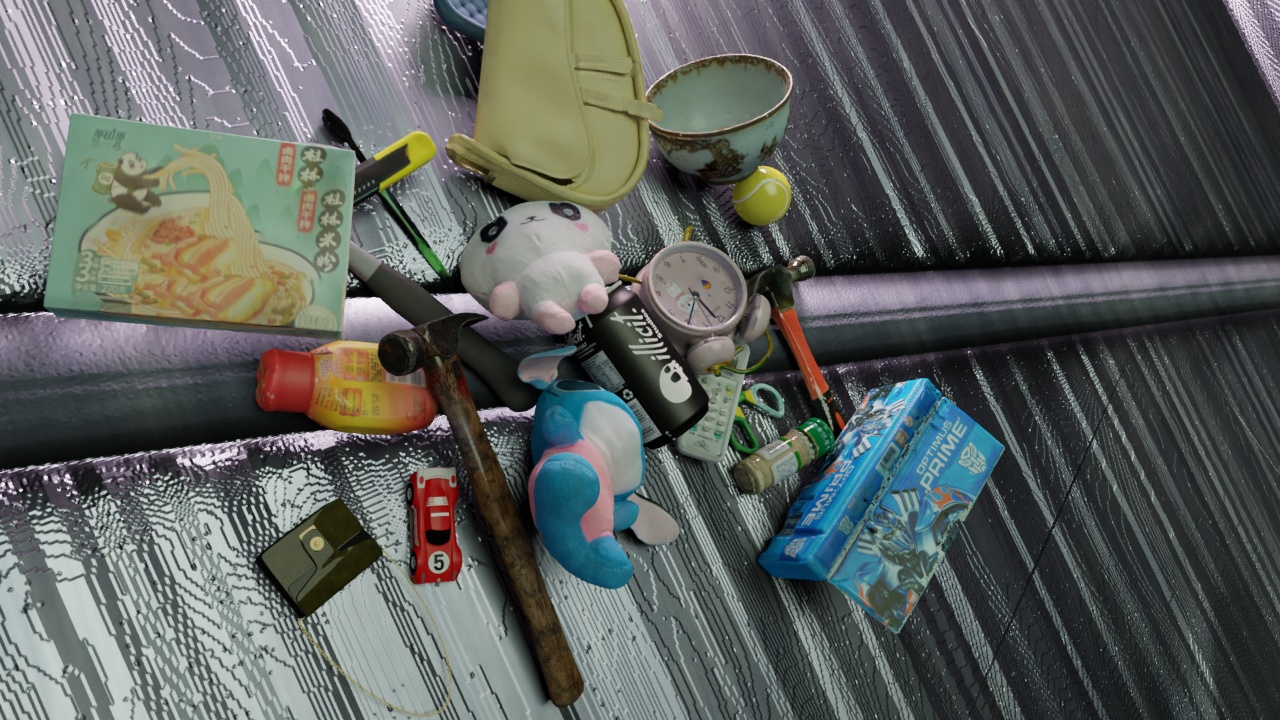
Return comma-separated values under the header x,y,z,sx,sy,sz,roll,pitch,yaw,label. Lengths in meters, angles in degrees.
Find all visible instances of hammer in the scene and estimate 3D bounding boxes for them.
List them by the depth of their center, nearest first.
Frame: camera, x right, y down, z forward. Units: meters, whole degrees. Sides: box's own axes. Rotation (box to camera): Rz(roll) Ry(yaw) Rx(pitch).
x,y,z,sx,sy,sz,roll,pitch,yaw,label
-0.109,0.121,0.743,0.119,0.033,0.330,-33,105,-63,hammer
-0.206,-0.063,0.778,0.311,0.030,0.124,39,57,-17,hammer
0.205,0.051,1.011,0.132,0.033,0.333,-23,88,-39,hammer

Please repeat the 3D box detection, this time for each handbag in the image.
x,y,z,sx,sy,sz,roll,pitch,yaw,label
-0.203,0.194,0.689,0.083,0.028,0.178,-40,99,-37,handbag
-0.079,-0.258,0.856,0.190,0.089,0.233,5,92,-23,handbag

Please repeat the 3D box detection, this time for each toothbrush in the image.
x,y,z,sx,sy,sz,roll,pitch,yaw,label
-0.221,-0.140,0.807,0.014,0.017,0.188,-41,101,-33,toothbrush

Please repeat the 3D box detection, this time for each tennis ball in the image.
x,y,z,sx,sy,sz,roll,pitch,yaw,label
0.135,-0.184,1.024,0.065,0.065,0.065,12,67,-30,tennis ball

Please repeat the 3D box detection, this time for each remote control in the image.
x,y,z,sx,sy,sz,roll,pitch,yaw,label
0.072,0.037,0.918,0.050,0.022,0.133,18,66,-4,remote control

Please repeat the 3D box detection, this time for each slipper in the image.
x,y,z,sx,sy,sz,roll,pitch,yaw,label
-0.105,-0.349,0.930,0.213,0.059,0.103,11,65,-29,slipper

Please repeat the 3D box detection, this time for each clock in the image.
x,y,z,sx,sy,sz,roll,pitch,yaw,label
0.061,-0.048,0.904,0.116,0.059,0.158,-38,78,-27,clock

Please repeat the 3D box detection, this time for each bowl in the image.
x,y,z,sx,sy,sz,roll,pitch,yaw,label
0.087,-0.247,0.984,0.159,0.160,0.094,-57,147,-34,bowl

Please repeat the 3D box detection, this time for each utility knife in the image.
x,y,z,sx,sy,sz,roll,pitch,yaw,label
-0.236,-0.141,0.754,0.029,0.020,0.173,52,56,-9,utility knife

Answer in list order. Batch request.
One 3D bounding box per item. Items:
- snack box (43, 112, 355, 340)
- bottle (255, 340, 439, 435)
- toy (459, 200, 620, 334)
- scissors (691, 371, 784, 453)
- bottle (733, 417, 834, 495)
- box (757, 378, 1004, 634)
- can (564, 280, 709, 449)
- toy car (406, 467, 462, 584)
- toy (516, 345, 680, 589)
x,y,z,sx,sy,sz,roll,pitch,yaw,label
-0.314,-0.094,0.672,0.193,0.044,0.141,4,79,-17,snack box
-0.229,0.020,0.719,0.134,0.049,0.071,7,68,-32,bottle
-0.081,-0.075,0.790,0.138,0.179,0.101,-19,122,-13,toy
0.102,0.031,0.957,0.112,0.012,0.131,-23,86,-33,scissors
0.147,0.099,0.936,0.109,0.043,0.042,-27,89,-25,bottle
0.245,0.142,0.924,0.113,0.114,0.242,45,65,-12,box
-0.005,0.005,0.854,0.080,0.080,0.146,-39,97,-37,can
-0.164,0.132,0.736,0.038,0.025,0.089,3,72,-33,toy car
-0.039,0.101,0.763,0.191,0.099,0.224,-91,157,-61,toy
